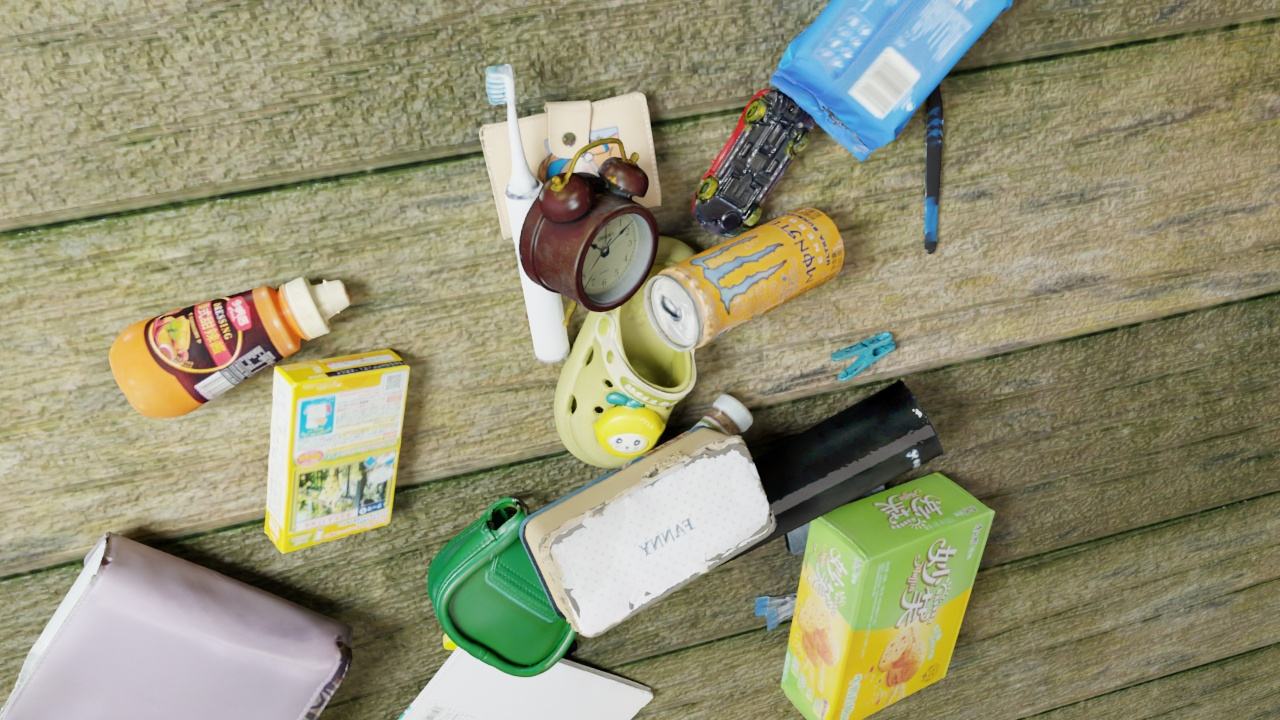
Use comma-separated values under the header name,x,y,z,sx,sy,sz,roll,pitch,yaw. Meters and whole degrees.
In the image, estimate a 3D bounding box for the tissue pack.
name,x,y,z,sx,sy,sz,roll,pitch,yaw
tissue pack,0.168,-0.220,0.608,0.095,0.052,0.157,38,104,-12

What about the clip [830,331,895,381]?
name,x,y,z,sx,sy,sz,roll,pitch,yaw
clip,0.185,-0.005,0.758,0.056,0.013,0.039,-26,122,1

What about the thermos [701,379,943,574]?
name,x,y,z,sx,sy,sz,roll,pitch,yaw
thermos,0.123,0.105,0.758,0.243,0.068,0.090,-29,155,8

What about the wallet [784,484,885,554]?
name,x,y,z,sx,sy,sz,roll,pitch,yaw
wallet,0.168,0.114,0.815,0.097,0.019,0.121,-18,122,-3

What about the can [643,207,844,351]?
name,x,y,z,sx,sy,sz,roll,pitch,yaw
can,0.075,-0.059,0.642,0.145,0.058,0.058,-27,125,-30

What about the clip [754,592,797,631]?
name,x,y,z,sx,sy,sz,roll,pitch,yaw
clip,0.138,0.233,0.868,0.058,0.045,0.027,-14,117,-19

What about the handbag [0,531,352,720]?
name,x,y,z,sx,sy,sz,roll,pitch,yaw
handbag,-0.337,0.225,0.687,0.197,0.098,0.145,32,106,-26

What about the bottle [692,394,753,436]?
name,x,y,z,sx,sy,sz,roll,pitch,yaw
bottle,0.010,0.110,0.720,0.205,0.060,0.060,-46,121,-12

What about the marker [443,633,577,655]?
name,x,y,z,sx,sy,sz,roll,pitch,yaw
marker,-0.113,0.250,0.811,0.124,0.015,0.018,11,118,-24

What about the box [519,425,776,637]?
name,x,y,z,sx,sy,sz,roll,pitch,yaw
box,0.002,0.122,0.654,0.184,0.060,0.090,-24,103,-16

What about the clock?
name,x,y,z,sx,sy,sz,roll,pitch,yaw
clock,-0.031,-0.086,0.590,0.081,0.055,0.122,-26,136,-36

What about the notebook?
name,x,y,z,sx,sy,sz,roll,pitch,yaw
notebook,-0.110,0.328,0.843,0.209,0.012,0.150,31,106,-32

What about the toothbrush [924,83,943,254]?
name,x,y,z,sx,sy,sz,roll,pitch,yaw
toothbrush,0.219,-0.164,0.682,0.014,0.016,0.190,-10,121,-2

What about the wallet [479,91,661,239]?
name,x,y,z,sx,sy,sz,roll,pitch,yaw
wallet,-0.046,-0.134,0.621,0.115,0.024,0.087,-13,125,-7

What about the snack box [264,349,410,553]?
name,x,y,z,sx,sy,sz,roll,pitch,yaw
snack box,-0.216,0.064,0.653,0.086,0.034,0.141,-12,123,-43

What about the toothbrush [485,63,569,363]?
name,x,y,z,sx,sy,sz,roll,pitch,yaw
toothbrush,-0.073,-0.090,0.609,0.026,0.026,0.221,-11,131,-6

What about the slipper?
name,x,y,z,sx,sy,sz,roll,pitch,yaw
slipper,-0.004,0.004,0.673,0.091,0.081,0.191,11,111,-18

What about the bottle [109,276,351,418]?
name,x,y,z,sx,sy,sz,roll,pitch,yaw
bottle,-0.263,-0.016,0.604,0.149,0.066,0.067,-25,121,-10

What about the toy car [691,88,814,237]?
name,x,y,z,sx,sy,sz,roll,pitch,yaw
toy car,0.075,-0.137,0.646,0.049,0.031,0.106,25,106,-25

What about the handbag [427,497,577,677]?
name,x,y,z,sx,sy,sz,roll,pitch,yaw
handbag,-0.100,0.182,0.745,0.131,0.068,0.120,39,93,-28

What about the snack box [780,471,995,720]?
name,x,y,z,sx,sy,sz,roll,pitch,yaw
snack box,0.219,0.219,0.830,0.157,0.070,0.210,-12,122,-28
